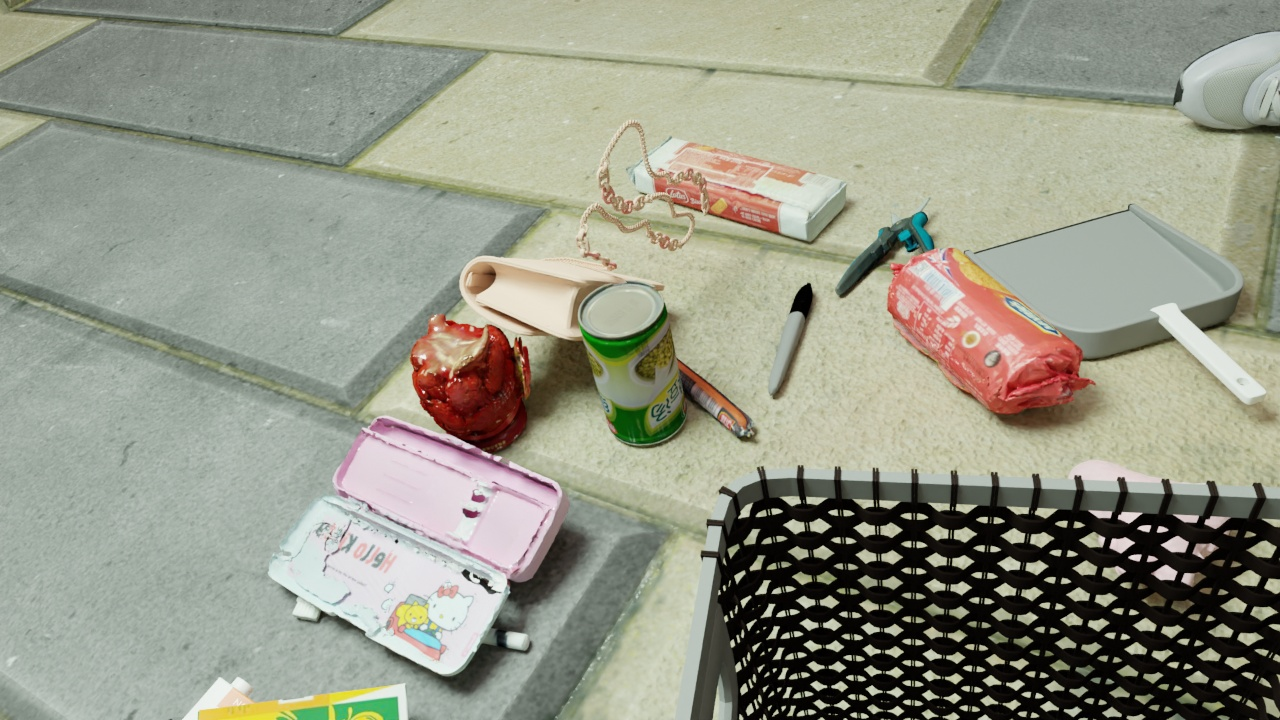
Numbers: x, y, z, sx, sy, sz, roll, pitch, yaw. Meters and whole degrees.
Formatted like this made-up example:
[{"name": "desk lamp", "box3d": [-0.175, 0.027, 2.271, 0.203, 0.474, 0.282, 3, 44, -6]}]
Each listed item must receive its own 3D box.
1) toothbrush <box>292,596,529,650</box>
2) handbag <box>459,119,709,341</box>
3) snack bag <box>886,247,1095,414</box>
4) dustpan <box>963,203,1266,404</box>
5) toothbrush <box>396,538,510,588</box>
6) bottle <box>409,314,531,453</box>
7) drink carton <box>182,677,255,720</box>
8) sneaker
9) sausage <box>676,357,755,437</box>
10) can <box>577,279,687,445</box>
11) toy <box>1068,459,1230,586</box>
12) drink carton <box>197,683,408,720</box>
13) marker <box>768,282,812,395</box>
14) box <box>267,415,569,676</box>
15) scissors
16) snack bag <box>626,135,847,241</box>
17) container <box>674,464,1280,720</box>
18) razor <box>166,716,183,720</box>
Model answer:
[{"name": "toothbrush", "box3d": [-0.164, 0.186, 0.643, 0.187, 0.012, 0.017, 4, 58, 19]}, {"name": "handbag", "box3d": [-0.044, -0.108, 0.780, 0.117, 0.187, 0.198, 21, 11, 25]}, {"name": "snack bag", "box3d": [0.259, -0.022, 0.710, 0.082, 0.082, 0.176, -22, 42, -9]}, {"name": "dustpan", "box3d": [0.395, -0.046, 0.728, 0.163, 0.033, 0.257, -16, 42, -2]}, {"name": "toothbrush", "box3d": [-0.149, 0.140, 0.685, 0.135, 0.016, 0.021, 19, 52, 30]}, {"name": "bottle", "box3d": [-0.132, 0.013, 0.746, 0.099, 0.111, 0.098, -8, 42, 7]}, {"name": "drink carton", "box3d": [-0.269, 0.259, 0.554, 0.058, 0.040, 0.122, 32, 55, 8]}, {"name": "sneaker", "box3d": [0.634, -0.242, 0.836, 0.240, 0.089, 0.124, -6, 39, 4]}, {"name": "sausage", "box3d": [0.044, 0.021, 0.760, 0.020, 0.020, 0.155, -32, 45, -19]}, {"name": "can", "box3d": [-0.004, 0.004, 0.714, 0.067, 0.121, 0.067, -7, 43, 7]}, {"name": "toy", "box3d": [0.318, 0.105, 0.570, 0.099, 0.053, 0.095, 12, 41, 19]}, {"name": "drink carton", "box3d": [-0.200, 0.232, 0.539, 0.122, 0.041, 0.058, -1, 58, -18]}, {"name": "marker", "box3d": [0.128, -0.022, 0.782, 0.016, 0.022, 0.138, 17, 48, 10]}, {"name": "box", "box3d": [-0.162, 0.127, 0.668, 0.201, 0.041, 0.153, 16, 67, 32]}, {"name": "scissors", "box3d": [0.225, -0.102, 0.833, 0.118, 0.019, 0.148, -32, 17, 15]}, {"name": "snack bag", "box3d": [0.097, -0.180, 0.950, 0.225, 0.041, 0.077, 22, 53, 35]}, {"name": "container", "box3d": [0.148, 0.217, 0.352, 0.246, 0.244, 0.246, 1, 44, 15]}, {"name": "razor", "box3d": [-0.345, 0.279, 0.563, 0.156, 0.057, 0.060, -32, 13, -19]}]
